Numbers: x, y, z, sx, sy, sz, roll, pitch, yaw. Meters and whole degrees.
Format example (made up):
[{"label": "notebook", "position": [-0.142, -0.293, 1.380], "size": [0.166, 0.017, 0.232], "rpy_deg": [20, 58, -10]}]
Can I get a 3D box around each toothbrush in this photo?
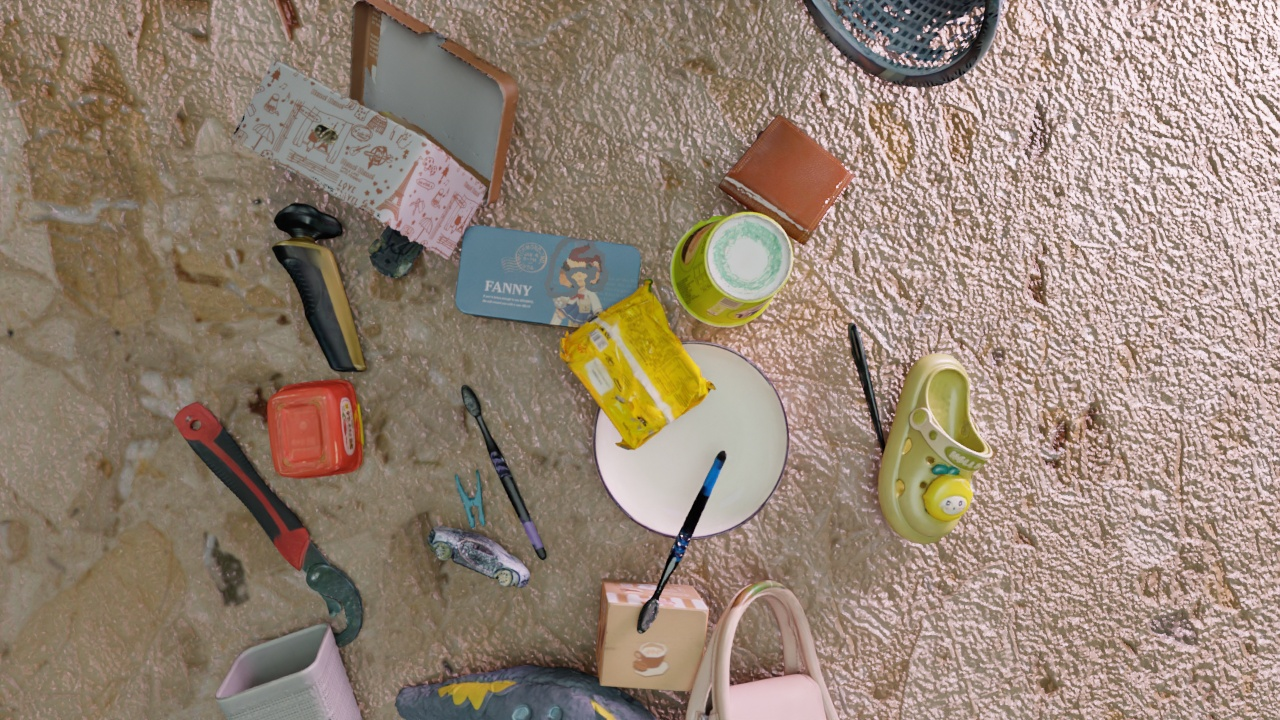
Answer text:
[{"label": "toothbrush", "position": [0.233, 0.050, 0.926], "size": [0.018, 0.016, 0.181], "rpy_deg": [-13, 90, -34]}, {"label": "toothbrush", "position": [0.040, 0.161, 0.837], "size": [0.014, 0.016, 0.189], "rpy_deg": [27, 66, 3]}, {"label": "toothbrush", "position": [-0.133, 0.110, 0.893], "size": [0.014, 0.017, 0.189], "rpy_deg": [-25, 93, -5]}]

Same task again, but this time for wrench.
[{"label": "wrench", "position": [-0.350, 0.154, 0.872], "size": [0.056, 0.016, 0.273], "rpy_deg": [-34, 93, -5]}]

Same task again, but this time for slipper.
[{"label": "slipper", "position": [0.292, 0.086, 0.894], "size": [0.091, 0.082, 0.190], "rpy_deg": [12, 84, -22]}]

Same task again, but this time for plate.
[{"label": "plate", "position": [0.048, 0.077, 0.898], "size": [0.192, 0.039, 0.192], "rpy_deg": [0, 89, -6]}]

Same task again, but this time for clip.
[{"label": "clip", "position": [-0.164, 0.135, 0.891], "size": [0.040, 0.014, 0.056], "rpy_deg": [-11, 89, -5]}]

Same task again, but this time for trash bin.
[{"label": "trash bin", "position": [0.286, -0.404, 0.853], "size": [0.194, 0.227, 0.226], "rpy_deg": [-43, 93, -17]}]

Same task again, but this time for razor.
[{"label": "razor", "position": [-0.296, -0.066, 0.866], "size": [0.067, 0.062, 0.167], "rpy_deg": [-22, 98, -36]}]

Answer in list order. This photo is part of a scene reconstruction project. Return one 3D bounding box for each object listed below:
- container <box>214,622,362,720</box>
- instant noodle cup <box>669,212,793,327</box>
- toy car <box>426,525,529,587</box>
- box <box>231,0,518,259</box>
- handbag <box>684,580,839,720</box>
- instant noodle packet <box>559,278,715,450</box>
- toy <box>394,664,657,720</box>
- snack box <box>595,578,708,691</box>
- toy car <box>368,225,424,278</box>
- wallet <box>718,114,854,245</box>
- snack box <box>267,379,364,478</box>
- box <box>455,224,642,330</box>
[{"label": "container", "position": [-0.311, 0.319, 0.833], "size": [0.090, 0.090, 0.114], "rpy_deg": [-18, 103, -4]}, {"label": "instant noodle cup", "position": [0.091, -0.090, 0.861], "size": [0.111, 0.123, 0.111], "rpy_deg": [0, 89, -5]}, {"label": "toy car", "position": [-0.152, 0.185, 0.874], "size": [0.105, 0.049, 0.031], "rpy_deg": [26, 89, -6]}, {"label": "box", "position": [-0.208, -0.210, 0.800], "size": [0.182, 0.152, 0.178], "rpy_deg": [30, 92, 14]}, {"label": "handbag", "position": [0.115, 0.322, 0.843], "size": [0.193, 0.094, 0.234], "rpy_deg": [11, 72, -47]}, {"label": "instant noodle packet", "position": [-0.005, 0.005, 0.840], "size": [0.110, 0.044, 0.128], "rpy_deg": [-36, 110, -11]}, {"label": "toy", "position": [-0.053, 0.357, 0.850], "size": [0.356, 0.091, 0.138], "rpy_deg": [26, 117, 1]}, {"label": "snack box", "position": [0.008, 0.257, 0.864], "size": [0.092, 0.094, 0.077], "rpy_deg": [6, 89, -6]}, {"label": "toy car", "position": [-0.222, -0.120, 0.878], "size": [0.043, 0.034, 0.090], "rpy_deg": [34, 88, -7]}, {"label": "wallet", "position": [0.142, -0.174, 0.886], "size": [0.101, 0.032, 0.124], "rpy_deg": [38, 53, -1]}, {"label": "snack box", "position": [-0.303, 0.065, 0.845], "size": [0.082, 0.080, 0.091], "rpy_deg": [-7, 90, -5]}, {"label": "box", "position": [-0.093, -0.076, 0.876], "size": [0.184, 0.061, 0.089], "rpy_deg": [5, 88, -7]}]
